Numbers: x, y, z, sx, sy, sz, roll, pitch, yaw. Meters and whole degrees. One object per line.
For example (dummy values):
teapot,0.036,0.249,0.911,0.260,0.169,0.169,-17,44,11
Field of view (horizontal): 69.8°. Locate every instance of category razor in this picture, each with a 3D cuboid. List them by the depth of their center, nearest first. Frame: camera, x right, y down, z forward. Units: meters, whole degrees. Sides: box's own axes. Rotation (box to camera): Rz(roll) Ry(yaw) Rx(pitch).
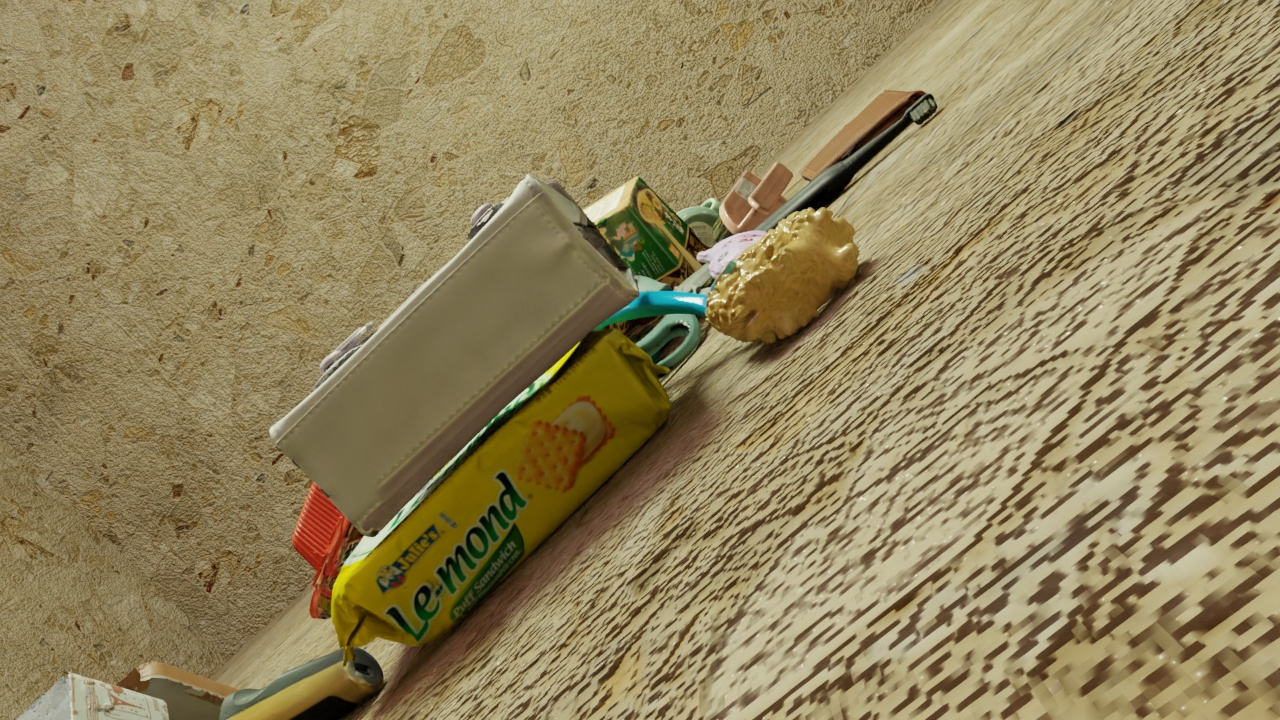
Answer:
razor,-0.217,0.220,0.561,0.168,0.062,0.067,-34,39,27

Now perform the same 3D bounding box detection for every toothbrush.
toothbrush,0.159,-0.148,0.774,0.213,0.026,0.027,-39,42,30

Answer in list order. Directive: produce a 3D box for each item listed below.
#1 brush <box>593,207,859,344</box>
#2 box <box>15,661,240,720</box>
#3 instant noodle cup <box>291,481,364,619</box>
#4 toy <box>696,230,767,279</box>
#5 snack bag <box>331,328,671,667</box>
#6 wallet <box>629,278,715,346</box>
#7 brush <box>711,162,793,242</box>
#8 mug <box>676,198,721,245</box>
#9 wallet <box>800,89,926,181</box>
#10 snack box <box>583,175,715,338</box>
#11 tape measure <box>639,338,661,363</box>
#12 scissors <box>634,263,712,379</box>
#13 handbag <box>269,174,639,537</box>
brush,0.032,-0.038,0.548,0.083,0.046,0.255,-53,21,-20
box,-0.362,0.326,0.618,0.181,0.198,0.157,-43,47,-2
instant noodle cup,-0.244,0.130,0.853,0.189,0.079,0.164,-65,-15,11
toy,0.084,-0.078,0.692,0.084,0.039,0.108,-14,11,7
snack bag,-0.083,0.075,0.567,0.246,0.068,0.158,-42,7,-6
wallet,0.025,-0.045,0.880,0.129,0.037,0.107,-45,5,-18
brush,0.115,-0.154,0.923,0.073,0.063,0.145,-52,1,32
mug,0.058,-0.130,1.002,0.111,0.082,0.106,-60,12,-12
wallet,0.205,-0.204,0.854,0.125,0.032,0.101,-42,9,12
snack box,-0.009,-0.097,0.832,0.118,0.105,0.117,-27,23,21
tape measure,-0.005,0.004,0.774,0.054,0.025,0.058,-45,2,0
scissors,-0.006,-0.038,0.733,0.181,0.019,0.169,11,45,37
handbag,-0.099,-0.011,0.533,0.197,0.098,0.145,-41,1,6
